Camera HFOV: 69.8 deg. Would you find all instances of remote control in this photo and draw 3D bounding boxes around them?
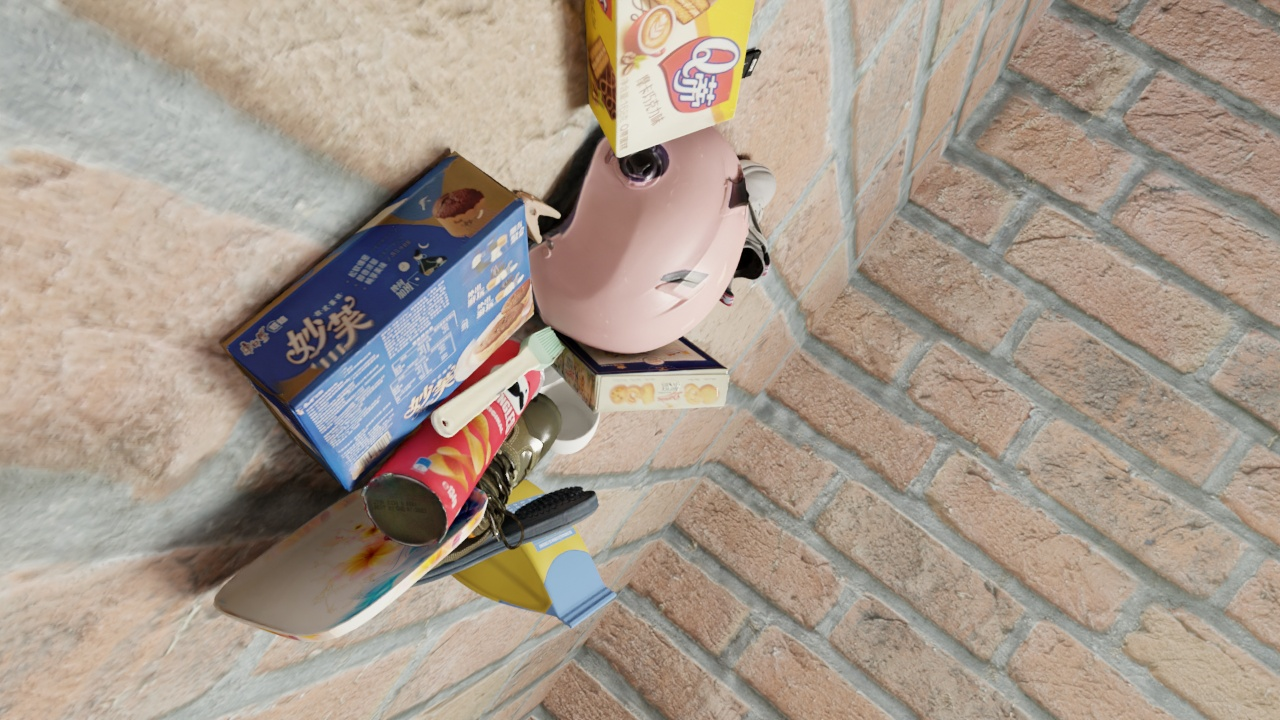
[{"bbox_3d":[0.087,-0.296,0.942,0.139,0.009,0.030,-36,158,-49],"label":"remote control"}]

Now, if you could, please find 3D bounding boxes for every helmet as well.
[{"bbox_3d":[0.018,-0.115,0.879,0.255,0.152,0.230,-52,165,-15],"label":"helmet"}]

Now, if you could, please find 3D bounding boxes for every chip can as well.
[{"bbox_3d":[-0.149,0.060,0.766,0.073,0.073,0.232,-62,-178,30],"label":"chip can"}]

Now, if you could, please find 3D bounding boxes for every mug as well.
[{"bbox_3d":[-0.106,0.075,1.099,0.114,0.081,0.088,-17,163,-11],"label":"mug"}]

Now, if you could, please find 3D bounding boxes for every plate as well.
[{"bbox_3d":[-0.226,0.155,0.728,0.186,0.187,0.016,-39,118,-44],"label":"plate"}]

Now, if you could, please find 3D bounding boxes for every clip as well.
[{"bbox_3d":[-0.086,-0.127,0.766,0.039,0.024,0.060,-49,161,-15],"label":"clip"}]

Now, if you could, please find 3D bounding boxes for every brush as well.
[{"bbox_3d":[-0.116,0.015,0.775,0.012,0.033,0.217,-32,-174,27],"label":"brush"}]

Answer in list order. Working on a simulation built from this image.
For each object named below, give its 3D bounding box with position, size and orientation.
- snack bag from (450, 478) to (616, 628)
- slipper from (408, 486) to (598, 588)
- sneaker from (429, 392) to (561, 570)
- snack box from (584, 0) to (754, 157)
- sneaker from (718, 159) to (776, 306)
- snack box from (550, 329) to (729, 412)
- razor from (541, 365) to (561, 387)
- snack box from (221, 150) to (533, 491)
[{"bbox_3d":[-0.133,0.234,1.097,0.102,0.205,0.158,-56,165,9],"label":"snack bag"},{"bbox_3d":[-0.177,0.168,0.978,0.263,0.082,0.101,-20,-178,3],"label":"slipper"},{"bbox_3d":[-0.155,0.113,0.855,0.237,0.101,0.143,-42,-155,-22],"label":"sneaker"},{"bbox_3d":[0.021,-0.253,0.651,0.110,0.061,0.231,-21,157,-11],"label":"snack box"},{"bbox_3d":[0.119,-0.159,1.131,0.262,0.129,0.097,-43,163,-41],"label":"sneaker"},{"bbox_3d":[-0.006,0.006,0.943,0.144,0.145,0.043,-2,111,-23],"label":"snack box"},{"bbox_3d":[-0.064,-0.024,1.023,0.156,0.060,0.057,-33,118,-13],"label":"razor"},{"bbox_3d":[-0.170,-0.024,0.650,0.202,0.069,0.155,-47,164,-22],"label":"snack box"}]
